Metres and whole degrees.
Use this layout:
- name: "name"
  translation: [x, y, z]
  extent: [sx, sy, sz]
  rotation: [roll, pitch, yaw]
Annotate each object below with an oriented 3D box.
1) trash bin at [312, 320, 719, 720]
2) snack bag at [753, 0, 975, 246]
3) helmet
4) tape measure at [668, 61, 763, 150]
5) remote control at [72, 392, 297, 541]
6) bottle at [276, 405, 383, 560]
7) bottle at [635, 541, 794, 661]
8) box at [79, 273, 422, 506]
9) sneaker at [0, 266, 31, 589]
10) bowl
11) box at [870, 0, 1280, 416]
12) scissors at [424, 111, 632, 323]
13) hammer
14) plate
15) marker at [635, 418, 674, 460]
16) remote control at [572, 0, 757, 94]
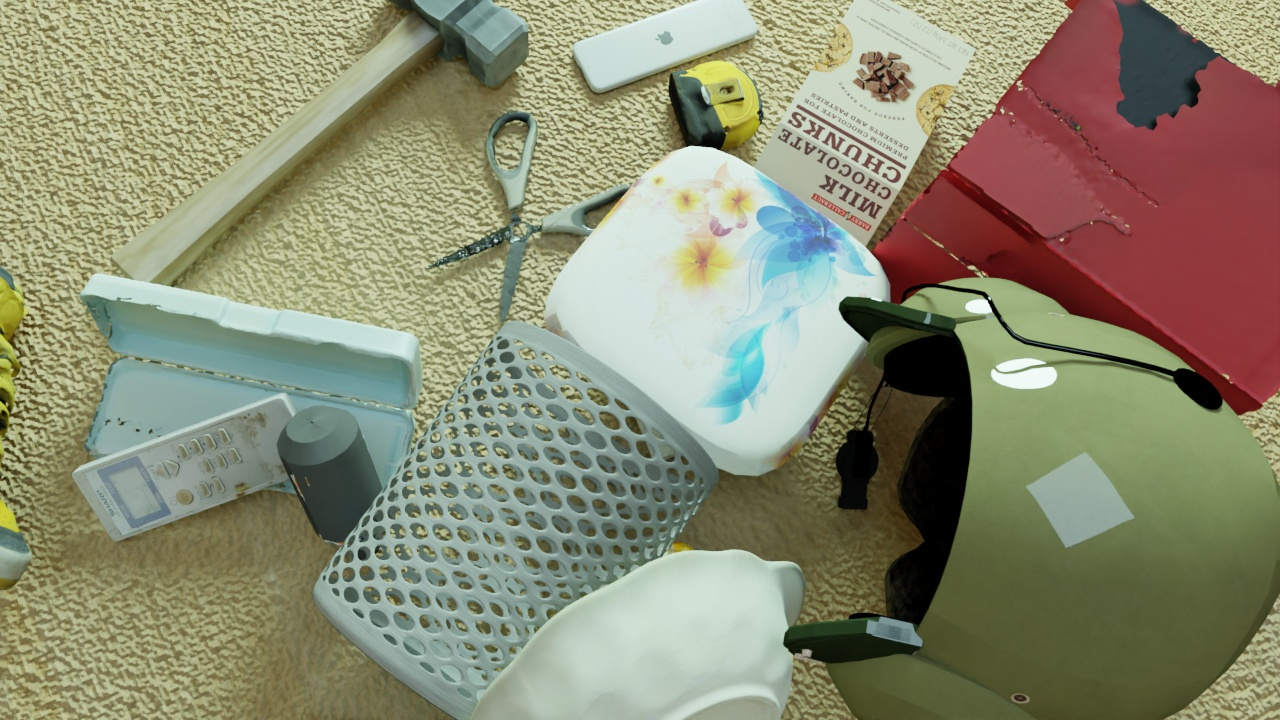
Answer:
- name: "trash bin"
  translation: [-0.071, 0.098, 0.522]
  extent: [0.156, 0.157, 0.183]
  rotation: [35, 75, 4]
- name: "snack bag"
  translation: [0.148, -0.157, 0.670]
  extent: [0.094, 0.070, 0.206]
  rotation: [31, 72, 2]
- name: "helmet"
  translation: [0.196, 0.089, 0.493]
  extent: [0.233, 0.256, 0.250]
  rotation: [13, 74, -1]
- name: "tape measure"
  translation: [0.058, -0.192, 0.686]
  extent: [0.064, 0.037, 0.065]
  rotation: [-13, 75, -11]
- name: "remote control"
  translation: [-0.265, 0.065, 0.550]
  extent: [0.136, 0.011, 0.050]
  rotation: [-20, 109, 2]
- name: "bottle"
  translation: [-0.176, 0.076, 0.540]
  extent: [0.047, 0.112, 0.046]
  rotation: [-3, 40, 2]
- name: "bottle"
  translation: [0.043, 0.160, 0.564]
  extent: [0.109, 0.063, 0.063]
  rotation: [36, 71, -10]
- name: "box"
  translation: [-0.239, 0.020, 0.566]
  extent: [0.197, 0.078, 0.122]
  rotation: [11, 91, -3]
- name: "sneaker"
  translation: [-0.401, 0.013, 0.536]
  extent: [0.238, 0.086, 0.122]
  rotation: [43, 77, 10]
- name: "bowl"
  translation: [0.010, 0.185, 0.466]
  extent: [0.219, 0.189, 0.060]
  rotation: [-24, 44, -17]
- name: "box"
  translation: [0.275, -0.074, 0.506]
  extent: [0.211, 0.379, 0.123]
  rotation: [38, 56, 6]
- name: "scissors"
  translation: [-0.078, -0.109, 0.655]
  extent: [0.170, 0.013, 0.157]
  rotation: [-15, 74, -12]
- name: "hammer"
  translation: [-0.225, -0.165, 0.638]
  extent: [0.117, 0.051, 0.322]
  rotation: [42, 75, 6]
- name: "plate"
  translation: [0.053, -0.040, 0.576]
  extent: [0.187, 0.016, 0.186]
  rotation: [36, 71, 6]
- name: "marker"
  translation: [-0.004, 0.004, 0.626]
  extent: [0.027, 0.023, 0.133]
  rotation: [-14, 74, -34]
- name: "remote control"
  translation: [0.020, -0.249, 0.713]
  extent: [0.146, 0.008, 0.045]
  rotation: [-24, 78, -14]
